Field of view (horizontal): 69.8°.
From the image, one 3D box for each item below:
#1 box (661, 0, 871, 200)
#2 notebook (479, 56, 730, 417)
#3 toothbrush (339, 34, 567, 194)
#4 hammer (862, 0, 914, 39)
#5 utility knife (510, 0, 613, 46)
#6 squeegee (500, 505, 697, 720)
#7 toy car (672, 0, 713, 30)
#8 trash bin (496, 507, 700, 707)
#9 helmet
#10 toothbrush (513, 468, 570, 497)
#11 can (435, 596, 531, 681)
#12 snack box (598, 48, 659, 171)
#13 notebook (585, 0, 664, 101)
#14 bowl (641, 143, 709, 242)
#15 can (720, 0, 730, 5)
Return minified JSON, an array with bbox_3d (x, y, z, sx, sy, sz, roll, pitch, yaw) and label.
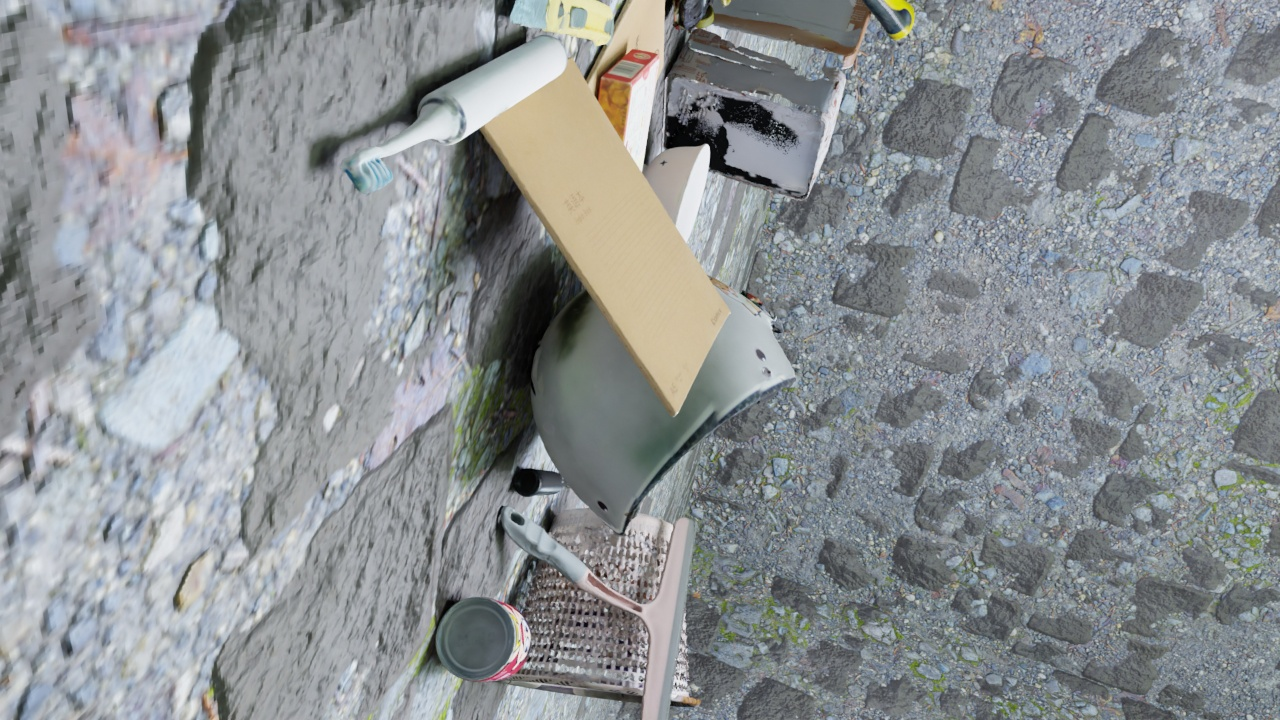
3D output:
[{"bbox_3d":[0.136,-0.315,0.996,0.157,0.183,0.193,94,19,-59],"label":"box"},{"bbox_3d":[-0.015,-0.084,0.584,0.211,0.012,0.149,56,29,-15],"label":"notebook"},{"bbox_3d":[-0.087,-0.129,0.462,0.027,0.026,0.220,-26,-162,30],"label":"toothbrush"},{"bbox_3d":[0.168,-0.408,0.861,0.323,0.032,0.126,29,74,-40],"label":"hammer"},{"bbox_3d":[-0.047,-0.221,0.591,0.206,0.021,0.031,-40,140,-66],"label":"utility knife"},{"bbox_3d":[-0.051,0.207,0.888,0.040,0.249,0.247,-23,-141,37],"label":"squeegee"},{"bbox_3d":[0.064,-0.379,0.858,0.070,0.042,0.157,85,25,-68],"label":"toy car"},{"bbox_3d":[-0.038,0.275,1.026,0.228,0.227,0.191,85,11,-67],"label":"trash bin"},{"bbox_3d":[-0.005,0.005,0.772,0.230,0.157,0.273,-41,-170,9],"label":"helmet"},{"bbox_3d":[-0.090,0.124,0.931,0.027,0.026,0.212,-34,170,2],"label":"toothbrush"},{"bbox_3d":[-0.129,0.236,0.776,0.094,0.066,0.066,81,27,-71],"label":"can"},{"bbox_3d":[-0.017,-0.169,0.758,0.076,0.027,0.156,-61,166,-51],"label":"snack box"},{"bbox_3d":[-0.015,-0.232,0.771,0.148,0.008,0.207,90,19,-62],"label":"notebook"},{"bbox_3d":[0.023,-0.170,0.934,0.118,0.065,0.118,19,89,-81],"label":"bowl"},{"bbox_3d":[0.041,-0.322,0.696,0.057,0.083,0.101,97,13,-49],"label":"can"}]
